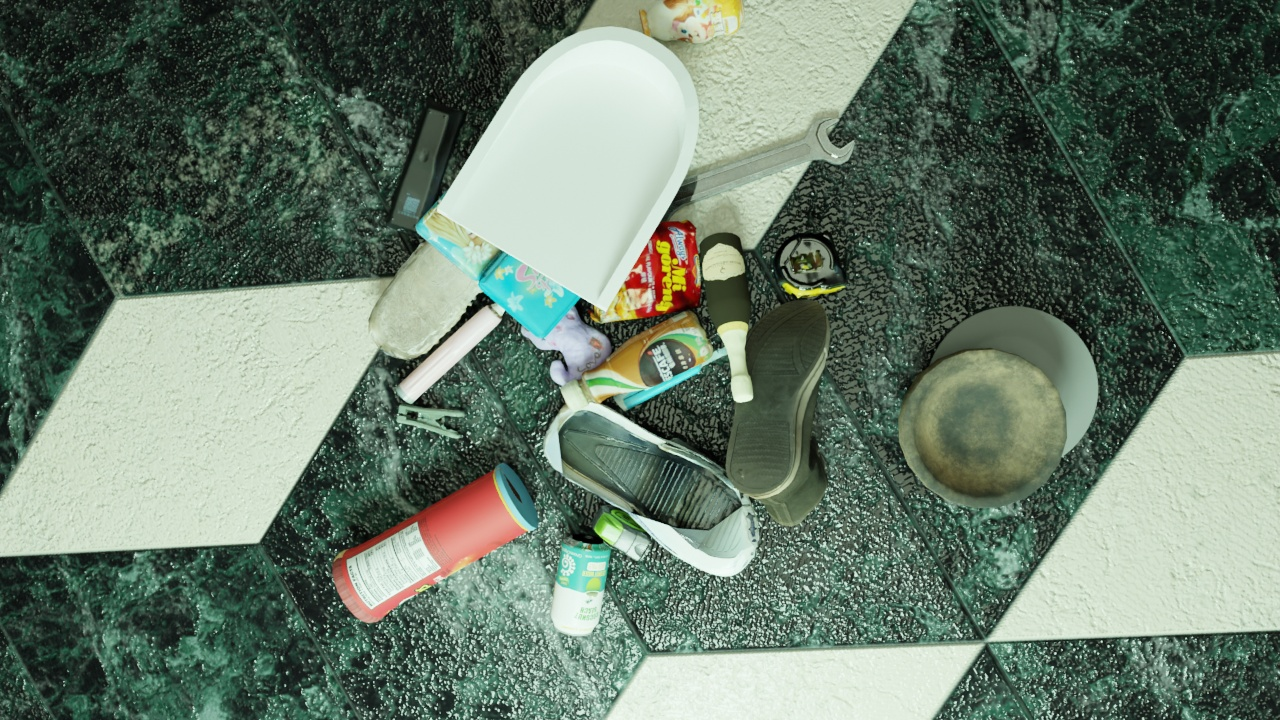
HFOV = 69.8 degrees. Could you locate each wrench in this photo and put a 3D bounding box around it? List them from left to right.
[{"bbox_3d":[0.099,-0.202,1.006,0.273,0.010,0.070,-18,90,5],"label":"wrench"}]

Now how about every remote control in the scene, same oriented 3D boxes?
[{"bbox_3d":[-0.244,-0.215,1.029,0.047,0.022,0.150,19,94,4],"label":"remote control"}]

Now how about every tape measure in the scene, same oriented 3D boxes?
[{"bbox_3d":[-0.022,0.189,1.005,0.065,0.058,0.036,30,99,0],"label":"tape measure"},{"bbox_3d":[0.180,-0.102,0.986,0.072,0.042,0.071,-17,90,5],"label":"tape measure"}]

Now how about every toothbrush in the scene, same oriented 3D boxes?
[{"bbox_3d":[-0.186,-0.034,1.029,0.222,0.027,0.026,-42,62,4],"label":"toothbrush"}]

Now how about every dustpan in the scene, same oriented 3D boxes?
[{"bbox_3d":[-0.050,-0.210,0.914,0.191,0.053,0.257,31,73,-2],"label":"dustpan"}]

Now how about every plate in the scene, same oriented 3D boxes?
[{"bbox_3d":[0.397,0.031,0.987,0.178,0.012,0.178,0,92,5],"label":"plate"}]

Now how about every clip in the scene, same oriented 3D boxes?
[{"bbox_3d":[-0.237,0.066,1.039,0.075,0.023,0.037,11,94,6],"label":"clip"}]

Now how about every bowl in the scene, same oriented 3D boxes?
[{"bbox_3d":[0.346,0.067,0.949,0.162,0.070,0.162,0,92,5],"label":"bowl"}]

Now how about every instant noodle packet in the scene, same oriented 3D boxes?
[{"bbox_3d":[0.003,-0.094,0.971,0.135,0.040,0.099,-11,107,-23],"label":"instant noodle packet"}]

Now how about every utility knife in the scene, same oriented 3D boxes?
[{"bbox_3d":[0.036,0.017,1.017,0.141,0.015,0.022,-28,64,4],"label":"utility knife"}]

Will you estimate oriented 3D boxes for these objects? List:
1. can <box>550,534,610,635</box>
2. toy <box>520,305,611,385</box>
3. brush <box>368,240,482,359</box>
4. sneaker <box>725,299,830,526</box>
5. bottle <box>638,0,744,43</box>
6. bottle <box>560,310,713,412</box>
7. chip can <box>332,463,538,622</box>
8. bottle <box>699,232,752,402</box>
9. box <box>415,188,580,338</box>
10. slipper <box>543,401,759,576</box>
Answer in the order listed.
[{"bbox_3d":[-0.067,0.247,1.013,0.055,0.055,0.101,10,93,4],"label":"can"},{"bbox_3d":[-0.085,-0.020,1.015,0.099,0.036,0.080,39,94,1],"label":"toy"},{"bbox_3d":[-0.194,-0.115,1.010,0.083,0.056,0.271,41,94,-2],"label":"brush"},{"bbox_3d":[0.159,0.053,0.976,0.095,0.120,0.234,-3,61,25],"label":"sneaker"},{"bbox_3d":[0.054,-0.370,0.978,0.109,0.063,0.063,-12,91,6],"label":"bottle"},{"bbox_3d":[-0.006,0.006,0.991,0.167,0.059,0.059,-26,89,0],"label":"bottle"},{"bbox_3d":[-0.224,0.200,1.011,0.213,0.087,0.087,-30,89,4],"label":"chip can"},{"bbox_3d":[0.095,-0.044,0.958,0.045,0.045,0.184,-8,67,5],"label":"bottle"},{"bbox_3d":[-0.098,-0.164,0.967,0.181,0.039,0.226,41,88,-15],"label":"box"},{"bbox_3d":[0.016,0.132,1.001,0.264,0.063,0.111,28,91,15],"label":"slipper"}]
